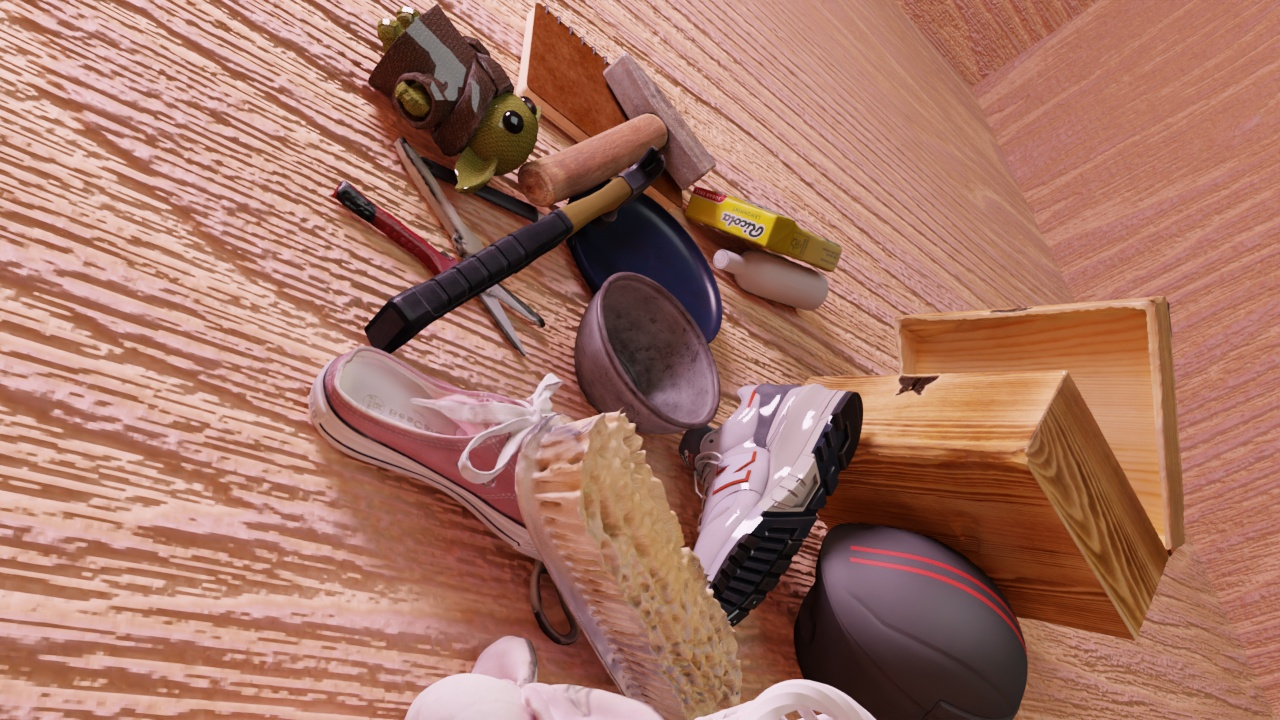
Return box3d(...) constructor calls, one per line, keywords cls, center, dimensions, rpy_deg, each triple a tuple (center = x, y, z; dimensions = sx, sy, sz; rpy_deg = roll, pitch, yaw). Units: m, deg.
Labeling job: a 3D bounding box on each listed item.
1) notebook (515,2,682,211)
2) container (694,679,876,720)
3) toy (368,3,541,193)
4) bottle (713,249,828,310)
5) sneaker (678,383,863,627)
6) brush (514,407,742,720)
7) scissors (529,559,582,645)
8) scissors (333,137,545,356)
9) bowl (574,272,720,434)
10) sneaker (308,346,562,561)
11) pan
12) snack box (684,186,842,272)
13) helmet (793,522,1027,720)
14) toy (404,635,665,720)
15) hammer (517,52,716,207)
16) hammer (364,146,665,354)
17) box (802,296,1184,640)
box3d(cls="notebook", center=(-0.039, -0.278, 1.011), dimensions=(0.225, 0.024, 0.167), rpy_deg=(32, 41, -34))
box3d(cls="container", center=(0.038, 0.286, 0.474), dimensions=(0.189, 0.187, 0.189), rpy_deg=(33, 39, -33))
box3d(cls="toy", center=(-0.149, -0.220, 0.754), dimensions=(0.152, 0.078, 0.178), rpy_deg=(42, 35, -15))
box3d(cls="bottle", center=(0.152, -0.100, 1.085), dimensions=(0.195, 0.053, 0.052), rpy_deg=(11, 54, -49))
box3d(cls="sneaker", center=(0.080, 0.107, 0.774), dimensions=(0.239, 0.124, 0.089), rpy_deg=(-49, 137, -21))
box3d(cls="brush", center=(-0.001, 0.144, 0.584), dimensions=(0.083, 0.057, 0.271), rpy_deg=(-57, 134, -44))
box3d(cls="scissors", center=(-0.058, 0.124, 0.650), dimensions=(0.168, 0.013, 0.157), rpy_deg=(29, 39, -32))
box3d(cls="scissors", center=(-0.152, -0.094, 0.709), dimensions=(0.194, 0.015, 0.179), rpy_deg=(15, 51, -48))
box3d(cls="bowl", center=(-0.005, 0.004, 0.772), dimensions=(0.145, 0.067, 0.144), rpy_deg=(33, 39, -33))
box3d(cls="sneaker", center=(-0.087, 0.054, 0.589), dimensions=(0.241, 0.088, 0.118), rpy_deg=(32, 41, -28))
box3d(cls="pan", center=(-0.053, -0.114, 0.853), dimensions=(0.356, 0.021, 0.198), rpy_deg=(19, 46, -40))
box3d(cls="snack box", center=(0.153, -0.155, 1.086), dimensions=(0.121, 0.045, 0.180), rpy_deg=(28, 12, 37))
box3d(cls="helmet", center=(0.239, 0.245, 0.795), dimensions=(0.264, 0.170, 0.163), rpy_deg=(44, 34, -18))
box3d(cls="toy", center=(-0.096, 0.202, 0.443), dimensions=(0.193, 0.159, 0.084), rpy_deg=(-27, 110, -40))
box3d(cls="hammer", center=(-0.034, -0.213, 0.909), dimensions=(0.158, 0.037, 0.299), rpy_deg=(53, 35, -5))
box3d(cls="hammer", center=(-0.079, -0.093, 0.705), dimensions=(0.025, 0.118, 0.331), rpy_deg=(52, 40, -3))
box3d(cls="box", center=(0.344, 0.086, 0.877), dimensions=(0.262, 0.280, 0.269), rpy_deg=(-50, 116, -28))
